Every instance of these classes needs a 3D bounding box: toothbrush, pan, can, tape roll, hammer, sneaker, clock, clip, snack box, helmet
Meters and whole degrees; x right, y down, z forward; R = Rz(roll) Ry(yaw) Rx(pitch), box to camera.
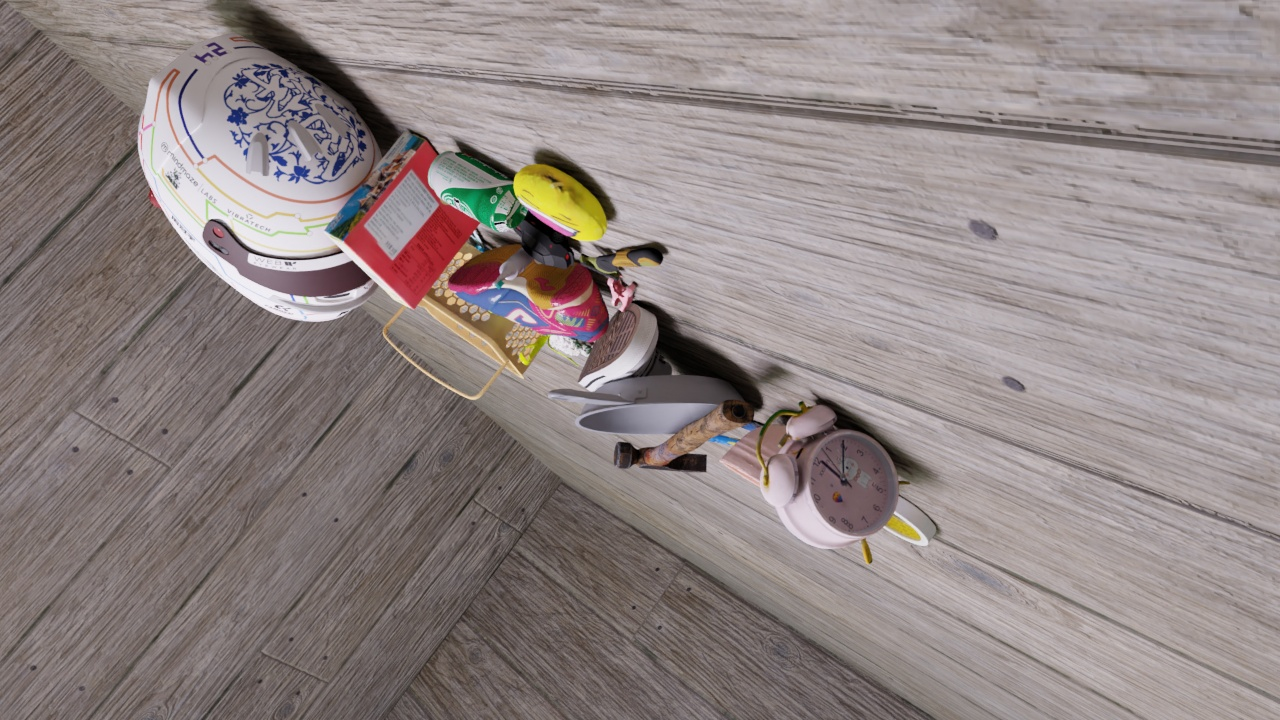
[{"bbox_3d":[-0.129,-0.100,0.953,0.019,0.018,0.187,41,-164,-8],"label":"toothbrush"},{"bbox_3d":[-0.005,0.043,0.964,0.201,0.050,0.356,-8,165,23],"label":"pan"},{"bbox_3d":[-0.161,-0.169,0.916,0.101,0.053,0.053,32,166,21],"label":"can"},{"bbox_3d":[0.281,0.171,1.018,0.094,0.019,0.094,35,167,9],"label":"tape roll"},{"bbox_3d":[0.062,0.088,1.018,0.120,0.033,0.331,5,165,-13],"label":"hammer"},{"bbox_3d":[-0.006,0.006,1.068,0.097,0.091,0.246,27,165,-7],"label":"sneaker"},{"bbox_3d":[-0.135,-0.065,1.070,0.242,0.116,0.091,15,146,43],"label":"sneaker"},{"bbox_3d":[0.175,0.109,0.877,0.158,0.116,0.059,39,157,-9],"label":"clock"},{"bbox_3d":[-0.024,-0.074,0.964,0.045,0.023,0.060,44,165,-10],"label":"clip"},{"bbox_3d":[-0.258,-0.153,1.025,0.040,0.144,0.142,26,164,31],"label":"snack box"},{"bbox_3d":[-0.406,-0.206,1.036,0.314,0.230,0.237,44,139,-11],"label":"helmet"}]

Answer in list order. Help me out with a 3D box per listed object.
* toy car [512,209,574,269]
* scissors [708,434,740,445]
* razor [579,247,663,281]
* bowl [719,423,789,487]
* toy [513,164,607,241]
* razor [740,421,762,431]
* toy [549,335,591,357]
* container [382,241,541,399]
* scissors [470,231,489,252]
[{"bbox_3d":[-0.109,-0.128,0.961,0.092,0.036,0.042,35,167,8],"label":"toy car"},{"bbox_3d":[0.131,0.098,1.090,0.125,0.013,0.130,10,174,7],"label":"scissors"},{"bbox_3d":[-0.014,-0.094,0.866,0.044,0.021,0.144,23,174,-23],"label":"razor"},{"bbox_3d":[0.167,0.115,0.977,0.153,0.076,0.153,32,176,2],"label":"bowl"},{"bbox_3d":[-0.071,-0.139,0.813,0.095,0.041,0.094,32,170,9],"label":"toy"},{"bbox_3d":[0.115,0.074,1.122,0.141,0.018,0.044,17,159,47],"label":"razor"},{"bbox_3d":[-0.122,-0.043,1.298,0.109,0.041,0.096,34,170,41],"label":"toy"},{"bbox_3d":[-0.227,-0.048,1.193,0.183,0.166,0.129,32,166,25],"label":"container"},{"bbox_3d":[-0.200,-0.146,1.198,0.119,0.014,0.129,36,165,17],"label":"scissors"}]
